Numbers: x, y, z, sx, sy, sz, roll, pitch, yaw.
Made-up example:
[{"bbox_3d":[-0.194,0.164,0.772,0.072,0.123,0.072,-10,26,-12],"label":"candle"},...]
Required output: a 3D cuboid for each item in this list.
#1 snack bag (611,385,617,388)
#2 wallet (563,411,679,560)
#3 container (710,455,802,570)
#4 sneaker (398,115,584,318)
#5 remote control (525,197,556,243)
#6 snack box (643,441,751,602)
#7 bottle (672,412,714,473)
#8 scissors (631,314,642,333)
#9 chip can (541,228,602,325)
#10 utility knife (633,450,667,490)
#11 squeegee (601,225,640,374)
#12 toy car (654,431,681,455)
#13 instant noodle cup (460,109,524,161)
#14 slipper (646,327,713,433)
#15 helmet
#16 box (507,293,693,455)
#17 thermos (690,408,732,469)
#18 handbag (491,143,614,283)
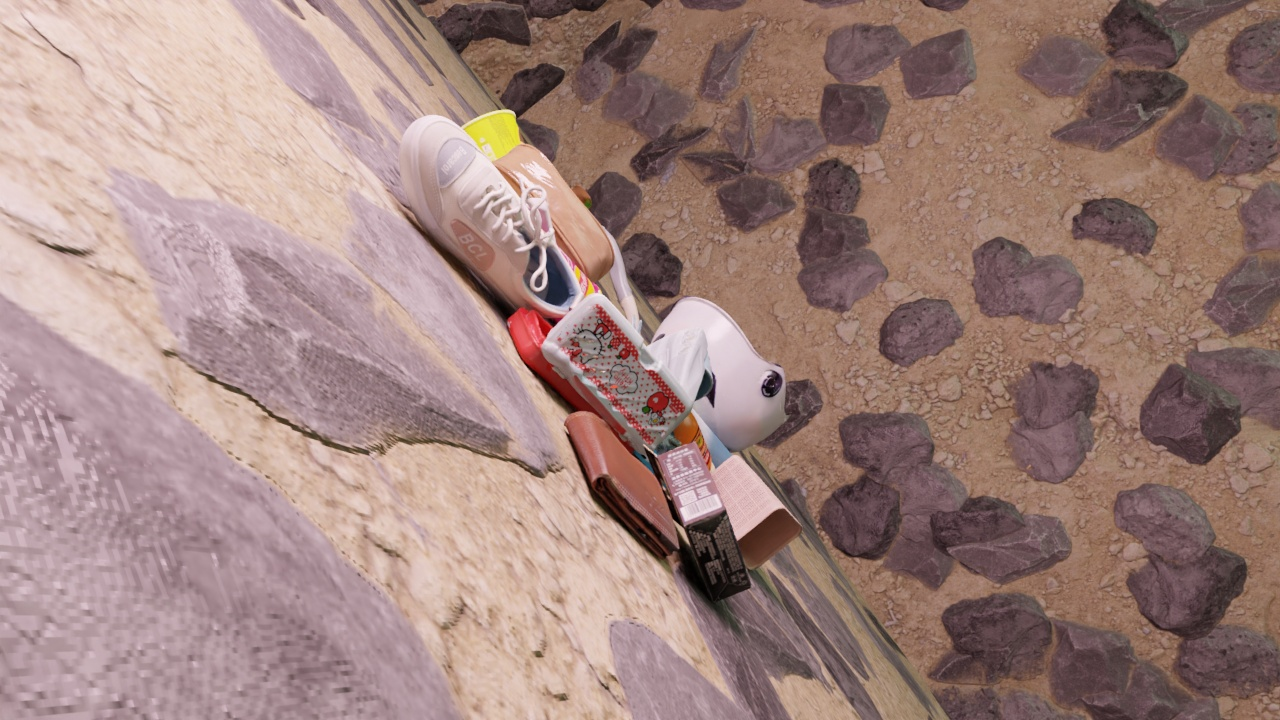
[{"bbox_3d":[-0.017,0.057,1.100,0.104,0.026,0.048,44,30,-62],"label":"snack bag"},{"bbox_3d":[-0.015,0.107,0.800,0.124,0.032,0.101,49,9,-34],"label":"wallet"},{"bbox_3d":[0.136,0.195,1.199,0.090,0.090,0.111,46,5,-48],"label":"container"},{"bbox_3d":[-0.130,-0.123,0.861,0.091,0.089,0.242,13,-31,40],"label":"sneaker"},{"bbox_3d":[-0.131,-0.146,1.109,0.136,0.056,0.020,82,8,-57],"label":"remote control"},{"bbox_3d":[0.055,0.149,0.887,0.125,0.053,0.113,-111,180,-54],"label":"snack box"},{"bbox_3d":[0.062,0.121,1.211,0.149,0.067,0.066,57,2,-42],"label":"bottle"},{"bbox_3d":[-0.006,0.006,1.215,0.083,0.017,0.137,52,42,-49],"label":"scissors"},{"bbox_3d":[-0.127,-0.117,1.068,0.210,0.071,0.071,46,9,-47],"label":"chip can"},{"bbox_3d":[0.035,0.141,1.055,0.159,0.018,0.034,52,10,-26],"label":"utility knife"},{"bbox_3d":[-0.024,-0.075,1.276,0.246,0.039,0.246,35,45,-73],"label":"squeegee"},{"bbox_3d":[0.023,0.101,1.104,0.034,0.043,0.090,17,21,-12],"label":"toy car"},{"bbox_3d":[-0.203,-0.280,1.335,0.123,0.112,0.111,61,6,4],"label":"instant noodle cup"},{"bbox_3d":[0.041,0.029,1.108,0.074,0.104,0.245,58,17,-16],"label":"slipper"},{"bbox_3d":[0.094,0.043,1.385,0.229,0.145,0.259,27,-25,40],"label":"helmet"},{"bbox_3d":[-0.031,0.008,0.918,0.201,0.102,0.095,48,8,-42],"label":"box"},{"bbox_3d":[0.092,0.136,1.310,0.220,0.070,0.070,49,7,-30],"label":"thermos"},{"bbox_3d":[-0.122,-0.181,1.211,0.204,0.099,0.148,53,-30,-2],"label":"handbag"}]
